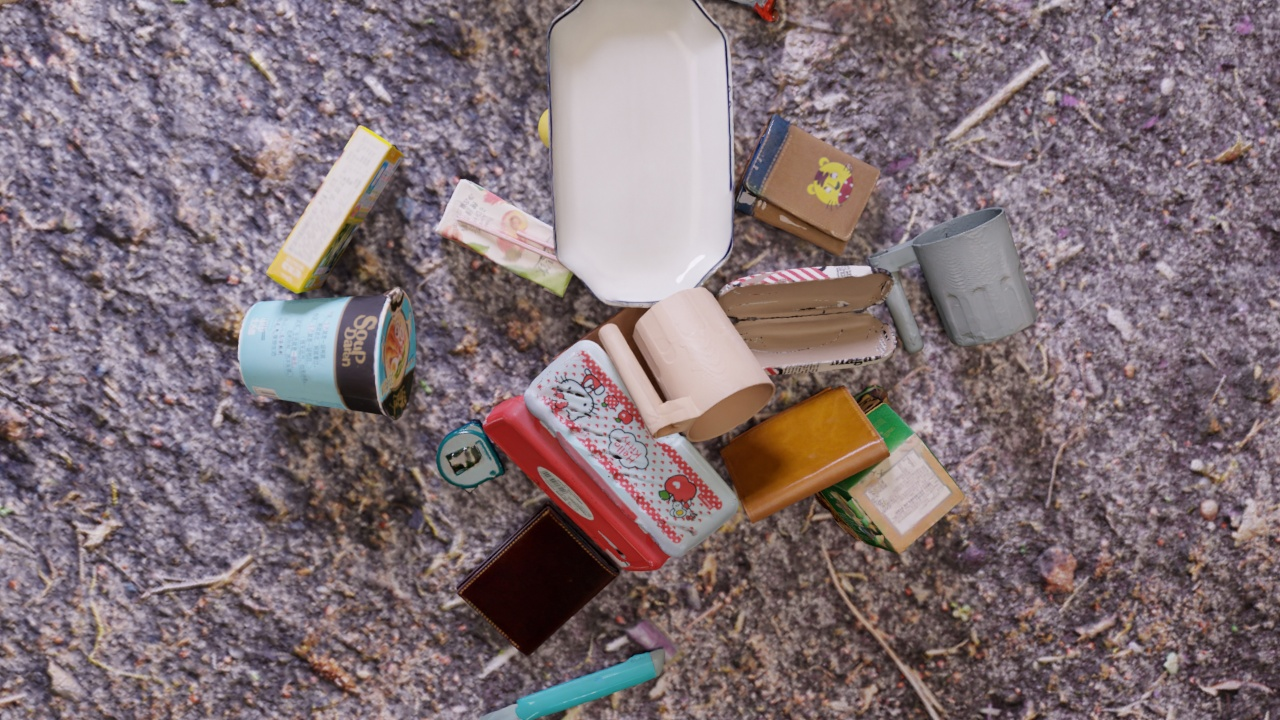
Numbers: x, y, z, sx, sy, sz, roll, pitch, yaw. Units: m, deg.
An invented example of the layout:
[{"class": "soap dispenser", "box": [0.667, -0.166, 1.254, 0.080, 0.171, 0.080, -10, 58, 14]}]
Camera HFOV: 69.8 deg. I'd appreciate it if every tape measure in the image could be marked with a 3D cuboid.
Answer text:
[{"class": "tape measure", "box": [-0.154, 0.088, 0.821, 0.054, 0.025, 0.058, -27, 99, -4]}]

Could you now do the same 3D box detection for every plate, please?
[{"class": "plate", "box": [-0.002, -0.177, 0.768, 0.162, 0.034, 0.266, -5, 98, -18]}]

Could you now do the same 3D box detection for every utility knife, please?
[{"class": "utility knife", "box": [-0.062, 0.312, 0.868, 0.185, 0.013, 0.029, -17, 96, -6]}]

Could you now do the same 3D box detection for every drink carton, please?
[{"class": "drink carton", "box": [-0.110, -0.104, 0.790, 0.122, 0.045, 0.053, 27, 92, -10]}]

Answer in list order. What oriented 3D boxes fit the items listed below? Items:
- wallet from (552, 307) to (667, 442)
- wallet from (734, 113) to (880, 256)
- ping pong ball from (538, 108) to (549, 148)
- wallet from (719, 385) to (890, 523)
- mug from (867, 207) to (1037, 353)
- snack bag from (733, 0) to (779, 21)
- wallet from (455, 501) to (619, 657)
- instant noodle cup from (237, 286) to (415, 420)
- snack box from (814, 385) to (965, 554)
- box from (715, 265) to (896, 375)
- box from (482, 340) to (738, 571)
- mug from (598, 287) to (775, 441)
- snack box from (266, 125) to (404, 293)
[{"class": "wallet", "box": [-0.005, 0.005, 0.833, 0.115, 0.020, 0.101, -37, 102, -4]}, {"class": "wallet", "box": [0.148, -0.156, 0.825, 0.115, 0.033, 0.090, 24, 93, -13]}, {"class": "ping pong ball", "box": [-0.067, -0.198, 0.785, 0.040, 0.040, 0.040, -1, 98, -7]}, {"class": "wallet", "box": [0.138, 0.075, 0.814, 0.131, 0.119, 0.035, -28, 119, 6]}, {"class": "mug", "box": [0.285, -0.069, 0.836, 0.124, 0.083, 0.103, -20, 102, 23]}, {"class": "snack bag", "box": [0.076, -0.329, 0.794, 0.105, 0.026, 0.045, 16, 104, -8]}, {"class": "wallet", "box": [-0.094, 0.202, 0.840, 0.122, 0.020, 0.096, -43, 98, 7]}, {"class": "instant noodle cup", "box": [-0.259, -0.008, 0.760, 0.120, 0.111, 0.111, 3, 97, 1]}, {"class": "snack box", "box": [0.223, 0.106, 0.830, 0.117, 0.105, 0.118, -41, 102, -1]}, {"class": "box", "box": [0.150, -0.032, 0.817, 0.162, 0.076, 0.086, -6, 68, -9]}, {"class": "box", "box": [-0.030, 0.093, 0.788, 0.201, 0.069, 0.158, 47, 126, -10]}, {"class": "mug", "box": [0.035, 0.006, 0.758, 0.124, 0.084, 0.103, -12, 61, -36]}, {"class": "snack box", "box": [-0.246, -0.122, 0.750, 0.033, 0.087, 0.140, 31, 93, -11]}]
